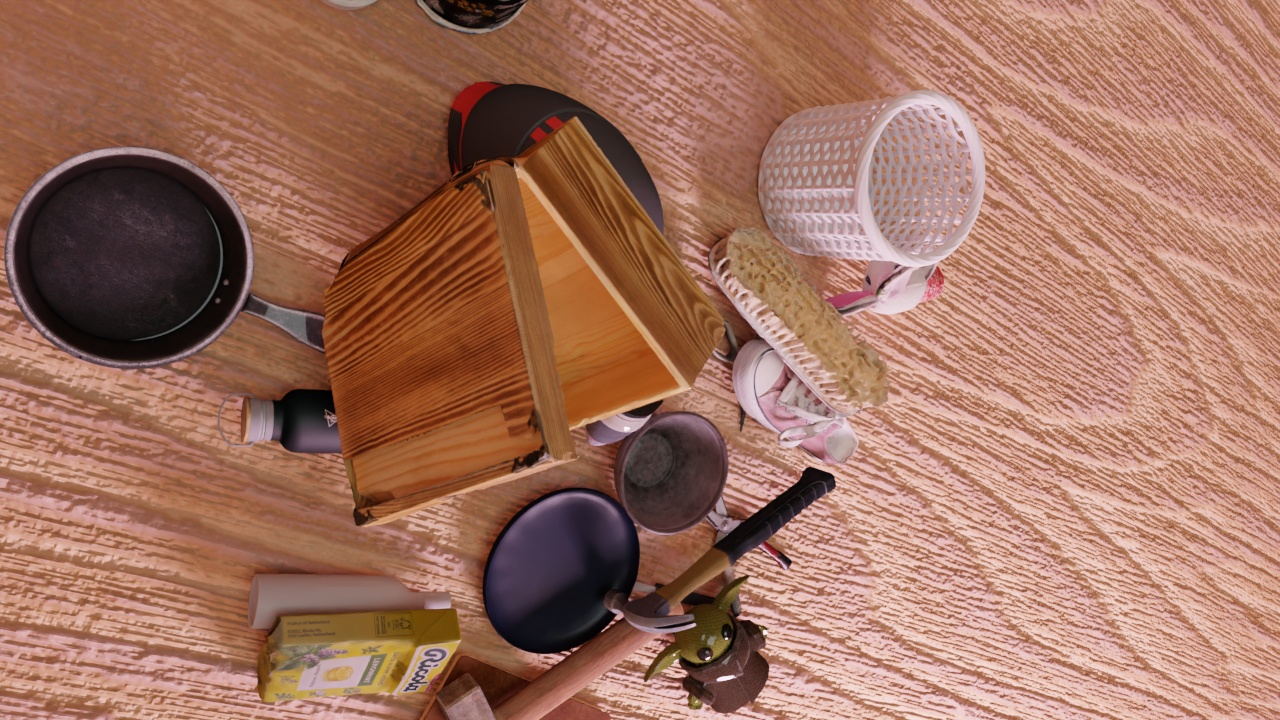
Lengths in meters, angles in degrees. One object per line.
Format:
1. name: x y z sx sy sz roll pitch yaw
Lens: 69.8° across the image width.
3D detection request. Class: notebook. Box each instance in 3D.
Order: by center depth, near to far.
1. notebook: -0.159 0.447 1.055 0.225 0.024 0.167 34 81 -29

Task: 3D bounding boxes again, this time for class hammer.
1. hammer: -0.071 0.364 1.057 0.300 0.037 0.158 -29 113 -24
2. hammer: 0.117 0.223 1.111 0.332 0.118 0.025 -30 115 -30

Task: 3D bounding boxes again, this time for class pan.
1. pan: -0.370 -0.057 0.833 0.356 0.055 0.187 27 86 -42
2. pan: -0.028 0.264 1.096 0.356 0.021 0.198 22 90 -34

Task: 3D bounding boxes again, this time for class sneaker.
1. sneaker: -0.006 0.006 1.021 0.089 0.125 0.239 35 42 -5
2. sneaker: 0.209 0.063 1.146 0.241 0.088 0.118 40 78 -33

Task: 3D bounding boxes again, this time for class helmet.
1. helmet: -0.072 -0.162 0.909 0.164 0.170 0.265 -43 117 -16

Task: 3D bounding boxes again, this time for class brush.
1. brush: 0.187 -0.045 1.088 0.271 0.057 0.083 48 62 -3

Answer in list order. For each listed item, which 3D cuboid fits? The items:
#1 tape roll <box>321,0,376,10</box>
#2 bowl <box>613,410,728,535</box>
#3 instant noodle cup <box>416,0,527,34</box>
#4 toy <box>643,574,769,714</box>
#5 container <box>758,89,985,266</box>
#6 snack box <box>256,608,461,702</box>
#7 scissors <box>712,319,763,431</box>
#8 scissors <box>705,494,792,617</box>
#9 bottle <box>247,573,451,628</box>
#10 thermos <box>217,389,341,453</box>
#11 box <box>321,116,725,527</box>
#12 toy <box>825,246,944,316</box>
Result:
1. tape roll: -0.273 -0.375 0.847 0.093 0.018 0.094 -6 102 -28
2. bowl: 0.025 0.125 1.074 0.144 0.067 0.145 -5 101 -28
3. instant noodle cup: -0.144 -0.388 0.862 0.137 0.112 0.137 -5 100 -29
4. toy: 0.100 0.371 1.148 0.179 0.078 0.153 -41 120 -17
5. container: 0.267 -0.211 1.078 0.189 0.187 0.189 -5 101 -28
6. snack box: -0.282 0.296 0.913 0.180 0.045 0.122 6 136 -29
7. scissors: 0.134 0.001 1.145 0.168 0.012 0.157 35 84 -32
8. scissors: 0.125 0.243 1.181 0.194 0.015 0.179 13 92 -29
9. bottle: -0.289 0.244 0.929 0.195 0.052 0.052 9 94 -30
10. thermos: -0.285 0.060 0.893 0.231 0.061 0.061 4 97 -30
11. box: -0.144 -0.021 0.774 0.269 0.280 0.262 54 45 -16
12. toy: 0.330 -0.103 1.179 0.193 0.160 0.084 -22 85 -43
